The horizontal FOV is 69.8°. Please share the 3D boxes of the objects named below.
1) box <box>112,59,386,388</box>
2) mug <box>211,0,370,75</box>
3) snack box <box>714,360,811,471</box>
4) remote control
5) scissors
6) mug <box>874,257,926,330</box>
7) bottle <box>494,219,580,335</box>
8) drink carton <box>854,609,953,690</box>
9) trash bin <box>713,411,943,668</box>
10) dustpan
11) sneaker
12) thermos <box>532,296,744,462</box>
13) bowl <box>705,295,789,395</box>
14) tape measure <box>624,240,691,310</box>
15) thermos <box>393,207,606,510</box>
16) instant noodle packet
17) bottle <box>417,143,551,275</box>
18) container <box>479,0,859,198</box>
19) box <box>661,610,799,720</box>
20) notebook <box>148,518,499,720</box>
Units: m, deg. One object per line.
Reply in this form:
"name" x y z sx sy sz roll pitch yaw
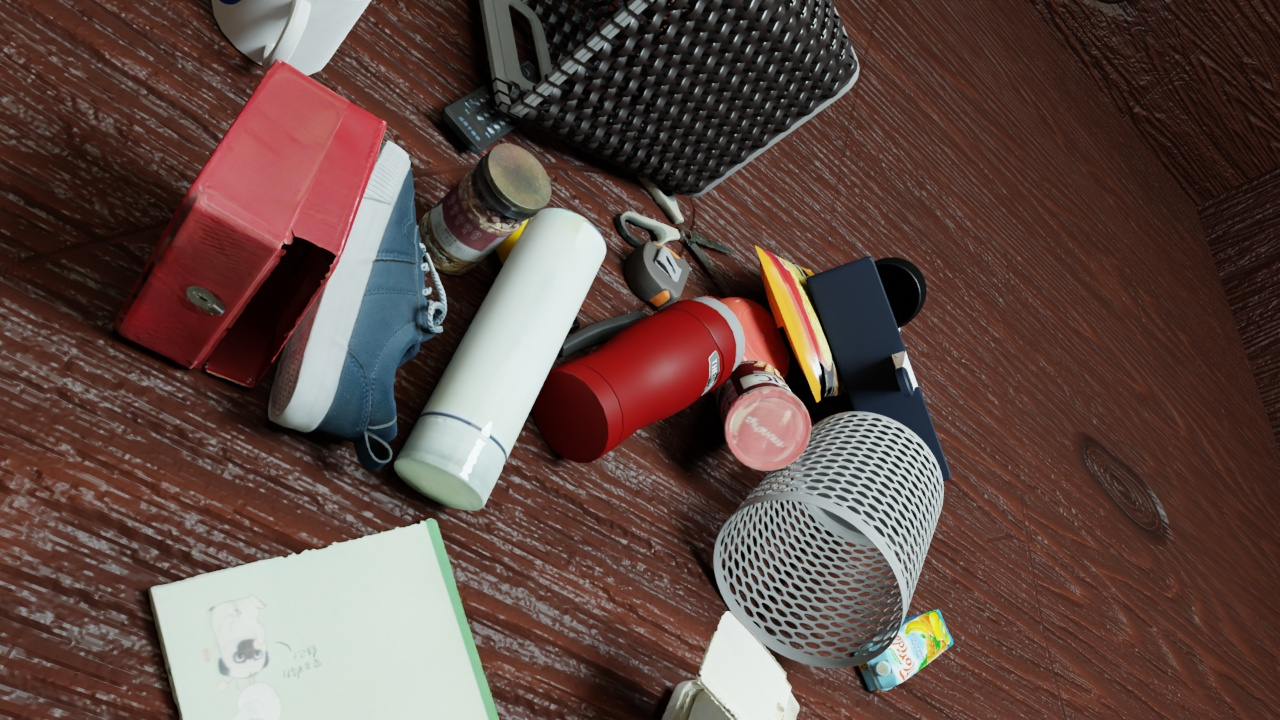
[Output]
"box" -0.222 -0.076 0.532 0.087 0.158 0.128 29 46 -22
"mug" -0.252 -0.261 0.666 0.091 0.090 0.121 21 53 -36
"snack box" 0.105 0.045 0.809 0.072 0.072 0.121 51 8 -9
"remote control" -0.127 -0.228 0.827 0.047 0.022 0.149 49 39 -10
"scissors" 0.033 -0.139 0.938 0.170 0.013 0.157 -8 73 -47
"mug" 0.311 -0.070 1.134 0.100 0.085 0.119 -28 117 -62
"bottle" -0.093 -0.086 0.754 0.043 0.043 0.143 -19 81 -49
"drink carton" 0.254 0.277 0.881 0.128 0.039 0.044 -7 72 -48
"trash bin" 0.172 0.144 0.796 0.156 0.157 0.182 56 38 -3
"dustpan" 0.254 0.010 0.936 0.272 0.080 0.236 -23 93 -64
"sneaker" -0.174 -0.044 0.615 0.087 0.089 0.235 25 56 -29
"thermos" -0.005 0.004 0.766 0.108 0.084 0.198 33 37 23
"bowl" 0.106 -0.014 0.908 0.130 0.045 0.130 24 50 -33
"tape measure" 0.018 -0.085 0.869 0.059 0.038 0.058 41 43 -19
"thermos" -0.094 -0.007 0.653 0.068 0.068 0.229 38 57 -23
"instant noodle packet" 0.182 -0.035 0.968 0.220 0.032 0.159 2 66 -66
"bottle" -0.120 -0.112 0.694 0.056 0.105 0.056 24 51 -34
"container" 0.026 -0.330 0.855 0.243 0.246 0.247 20 48 -45
"box" 0.068 0.238 0.586 0.105 0.188 0.143 61 32 -21
"notebook" -0.155 0.228 0.523 0.181 0.010 0.252 -7 72 -48
